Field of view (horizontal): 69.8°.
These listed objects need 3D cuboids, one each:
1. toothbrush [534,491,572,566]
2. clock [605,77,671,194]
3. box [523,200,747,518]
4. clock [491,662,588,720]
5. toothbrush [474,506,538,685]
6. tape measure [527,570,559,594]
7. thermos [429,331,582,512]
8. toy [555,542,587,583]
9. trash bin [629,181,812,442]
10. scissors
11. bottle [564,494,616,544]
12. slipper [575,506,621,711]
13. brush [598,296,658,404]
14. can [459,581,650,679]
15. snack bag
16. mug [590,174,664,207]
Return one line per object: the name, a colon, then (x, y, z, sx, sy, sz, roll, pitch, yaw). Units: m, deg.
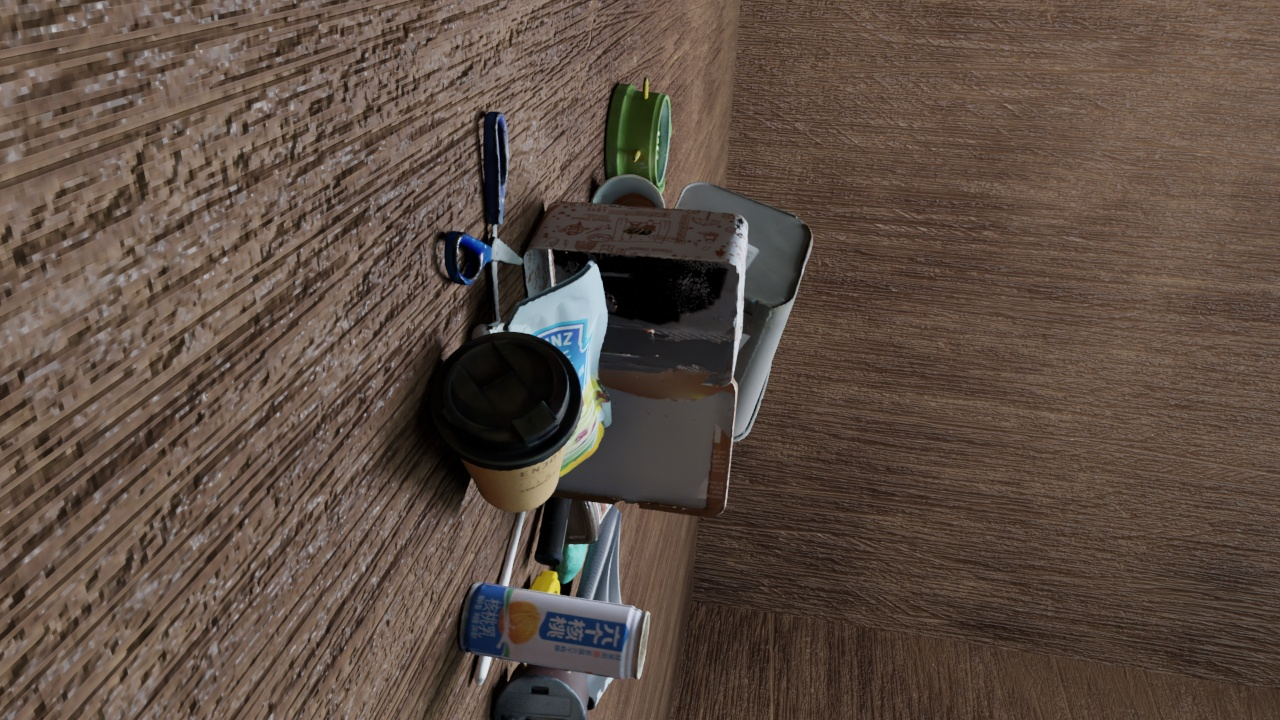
toothbrush: (-0.075, 0.100, 0.909, 0.027, 0.026, 0.212, 98, -1, -55)
clock: (0.001, -0.245, 1.044, 0.161, 0.056, 0.116, 44, 54, -80)
box: (-0.004, 0.003, 0.793, 0.106, 0.178, 0.272, -66, 160, -62)
clock: (-0.086, 0.317, 0.809, 0.055, 0.082, 0.122, -71, 164, -81)
toothbrush: (-0.109, 0.181, 0.765, 0.016, 0.016, 0.179, 81, 17, -54)
tape measure: (-0.095, 0.230, 0.856, 0.060, 0.029, 0.057, -58, 153, -72)
thermos: (-0.084, 0.048, 0.602, 0.143, 0.093, 0.092, 97, 4, -60)
toy: (-0.072, 0.205, 1.002, 0.091, 0.030, 0.097, -69, 171, -53)
trash bin: (0.079, -0.058, 1.041, 0.220, 0.199, 0.198, 109, 3, -51)
scissors: (-0.101, -0.085, 0.622, 0.175, 0.012, 0.162, -54, 150, -77)
bottle: (-0.045, 0.121, 1.001, 0.194, 0.044, 0.080, -58, 140, -63)
slipper: (-0.041, 0.294, 1.020, 0.111, 0.083, 0.267, 99, 4, -64)
brush: (-0.022, -0.027, 0.936, 0.063, 0.073, 0.146, -146, -133, -77)
can: (-0.063, 0.202, 0.684, 0.053, 0.134, 0.053, 8, 89, -82)
snack bag: (-0.069, 0.019, 0.693, 0.039, 0.110, 0.191, 53, -23, 35)
mug: (-0.009, -0.153, 0.996, 0.122, 0.078, 0.078, -30, 127, -85)
